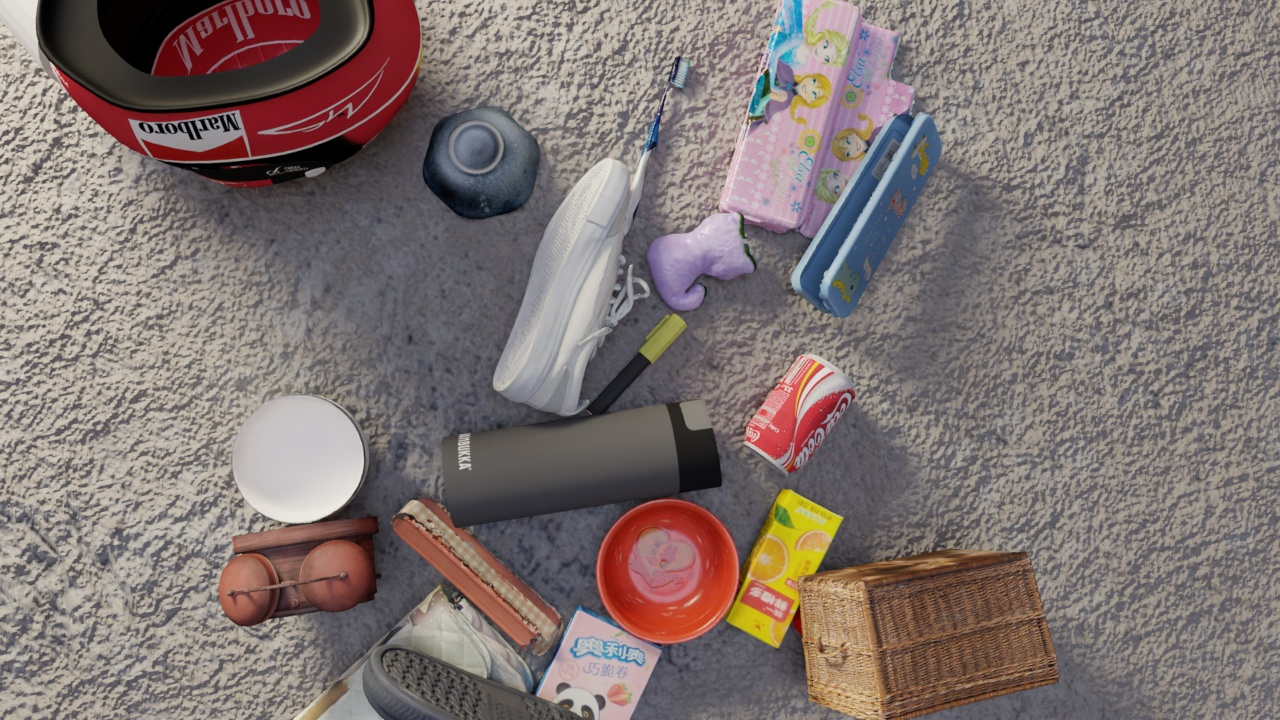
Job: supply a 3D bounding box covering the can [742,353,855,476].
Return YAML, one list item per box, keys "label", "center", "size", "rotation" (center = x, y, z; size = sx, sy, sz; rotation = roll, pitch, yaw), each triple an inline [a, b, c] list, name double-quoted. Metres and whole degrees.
- label: "can"
  center: [0.146, 0.051, 0.852]
  size: [0.064, 0.064, 0.104]
  rotation: [38, 85, -1]

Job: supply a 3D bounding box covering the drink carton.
- label: "drink carton"
  center: [0.130, 0.192, 0.855]
  size: [0.058, 0.043, 0.134]
  rotation: [28, 84, 0]

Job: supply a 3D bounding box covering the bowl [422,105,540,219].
- label: "bowl"
  center: [-0.149, -0.189, 0.849]
  size: [0.110, 0.055, 0.110]
  rotation: [0, 86, -4]

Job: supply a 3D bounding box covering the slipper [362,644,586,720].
- label: "slipper"
  center: [-0.115, 0.321, 0.738]
  size: [0.268, 0.111, 0.083]
  rotation: [33, 91, -19]

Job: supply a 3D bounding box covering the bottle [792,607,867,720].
- label: "bottle"
  center: [0.186, 0.283, 0.856]
  size: [0.036, 0.036, 0.119]
  rotation: [-32, 90, -6]

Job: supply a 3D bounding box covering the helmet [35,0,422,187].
- label: "helmet"
  center: [-0.315, -0.248, 0.751]
  size: [0.270, 0.225, 0.197]
  rotation: [-26, 91, -18]

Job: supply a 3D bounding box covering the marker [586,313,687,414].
- label: "marker"
  center: [-0.005, 0.005, 0.867]
  size: [0.124, 0.017, 0.021]
  rotation: [-47, 58, -4]

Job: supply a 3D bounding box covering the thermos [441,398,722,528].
- label: "thermos"
  center: [-0.051, 0.091, 0.826]
  size: [0.240, 0.082, 0.082]
  rotation: [-8, 87, -5]

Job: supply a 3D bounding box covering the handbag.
- label: "handbag"
  center: [-0.200, 0.310, 0.808]
  size: [0.194, 0.072, 0.139]
  rotation: [-44, 91, -6]

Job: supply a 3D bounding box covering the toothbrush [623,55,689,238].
- label: "toothbrush"
  center: [0.012, -0.205, 0.882]
  size: [0.017, 0.016, 0.189]
  rotation: [19, 85, -13]

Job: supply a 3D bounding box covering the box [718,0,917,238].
- label: "box"
  center: [0.181, -0.229, 0.886]
  size: [0.159, 0.035, 0.230]
  rotation: [17, 87, -3]

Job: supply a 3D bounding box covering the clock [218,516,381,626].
- label: "clock"
  center: [-0.281, 0.175, 0.768]
  size: [0.120, 0.158, 0.072]
  rotation: [-8, 82, -5]

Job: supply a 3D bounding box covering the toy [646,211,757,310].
- label: "toy"
  center: [0.058, -0.092, 0.867]
  size: [0.100, 0.036, 0.080]
  rotation: [-17, 100, 2]

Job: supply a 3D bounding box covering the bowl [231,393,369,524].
- label: "bowl"
  center: [-0.296, 0.087, 0.817]
  size: [0.113, 0.063, 0.113]
  rotation: [0, 87, -4]

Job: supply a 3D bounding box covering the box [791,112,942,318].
- label: "box"
  center: [0.224, -0.136, 0.859]
  size: [0.068, 0.059, 0.209]
  rotation: [35, 82, -20]

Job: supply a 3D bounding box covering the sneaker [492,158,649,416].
- label: "sneaker"
  center: [-0.049, -0.064, 0.840]
  size: [0.090, 0.090, 0.242]
  rotation: [27, 75, -28]

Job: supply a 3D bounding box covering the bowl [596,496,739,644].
- label: "bowl"
  center: [0.023, 0.191, 0.844]
  size: [0.130, 0.045, 0.130]
  rotation: [0, 87, -4]

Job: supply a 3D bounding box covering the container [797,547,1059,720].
- label: "container"
  center: [0.246, 0.235, 0.804]
  size: [0.198, 0.114, 0.112]
  rotation: [-5, 83, -22]

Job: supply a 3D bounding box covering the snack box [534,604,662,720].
- label: "snack box"
  center: [-0.052, 0.312, 0.838]
  size: [0.088, 0.033, 0.154]
  rotation: [27, 85, -2]

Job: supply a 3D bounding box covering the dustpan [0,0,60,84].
- label: "dustpan"
  center: [-0.408, -0.336, 0.763]
  size: [0.258, 0.191, 0.053]
  rotation: [-41, 90, 12]

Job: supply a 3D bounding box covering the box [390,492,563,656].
- label: "box"
  center: [-0.147, 0.194, 0.842]
  size: [0.188, 0.063, 0.056]
  rotation: [45, 120, -3]
